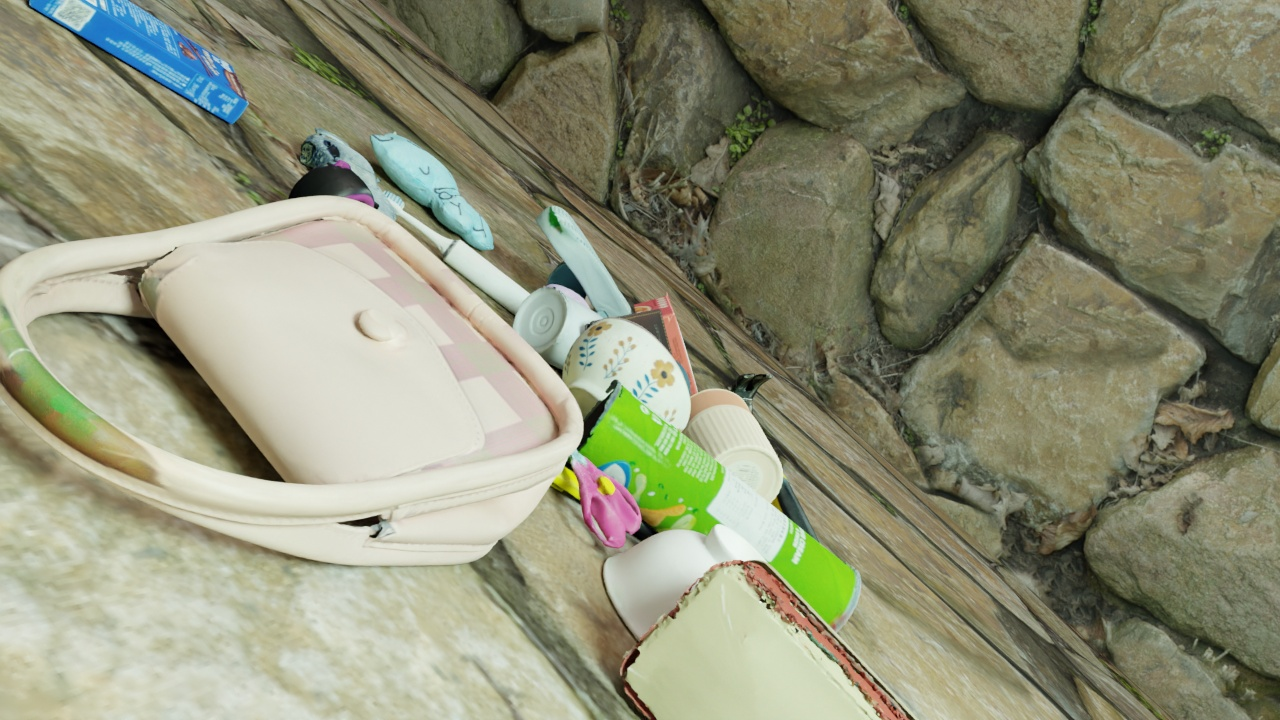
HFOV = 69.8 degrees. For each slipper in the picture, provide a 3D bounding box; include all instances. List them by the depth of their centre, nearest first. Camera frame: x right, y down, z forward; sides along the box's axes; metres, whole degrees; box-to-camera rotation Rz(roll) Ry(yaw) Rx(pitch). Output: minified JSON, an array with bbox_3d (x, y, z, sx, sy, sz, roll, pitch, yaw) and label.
[{"bbox_3d":[-0.068,-0.082,1.044,0.104,0.074,0.245,58,0,31],"label":"slipper"}]

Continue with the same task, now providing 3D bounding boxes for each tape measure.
[{"bbox_3d":[-0.223,-0.113,0.660,0.039,0.057,0.058,47,-5,13],"label":"tape measure"}]

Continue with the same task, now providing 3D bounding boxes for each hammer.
[{"bbox_3d":[0.131,0.122,0.886,0.032,0.126,0.322,2,28,-11],"label":"hammer"}]

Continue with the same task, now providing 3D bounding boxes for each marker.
[{"bbox_3d":[-0.033,0.093,0.615,0.124,0.015,0.018,39,14,-30],"label":"marker"}]

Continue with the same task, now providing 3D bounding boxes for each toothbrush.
[{"bbox_3d":[-0.159,-0.088,0.883,0.221,0.027,0.026,38,41,-15],"label":"toothbrush"}]

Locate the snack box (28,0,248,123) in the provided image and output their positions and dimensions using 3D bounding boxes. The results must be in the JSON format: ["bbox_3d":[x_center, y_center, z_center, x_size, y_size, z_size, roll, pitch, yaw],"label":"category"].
[{"bbox_3d":[-0.390,-0.251,0.716,0.157,0.026,0.084,31,15,-46],"label":"snack box"}]

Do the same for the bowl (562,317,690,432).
[{"bbox_3d":[-0.022,0.029,0.728,0.113,0.114,0.062,43,51,12],"label":"bowl"}]

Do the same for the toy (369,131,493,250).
[{"bbox_3d":[-0.228,-0.191,1.004,0.156,0.050,0.161,49,8,28],"label":"toy"}]

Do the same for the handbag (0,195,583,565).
[{"bbox_3d":[-0.150,0.007,0.387,0.193,0.093,0.233,43,18,18],"label":"handbag"}]

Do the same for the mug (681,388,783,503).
[{"bbox_3d":[0.085,0.100,0.867,0.105,0.081,0.114,-115,-177,-63],"label":"mug"}]

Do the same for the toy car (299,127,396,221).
[{"bbox_3d":[-0.254,-0.159,0.807,0.120,0.037,0.054,50,13,28],"label":"toy car"}]

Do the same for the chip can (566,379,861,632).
[{"bbox_3d":[0.052,0.112,0.672,0.236,0.072,0.072,39,10,-9],"label":"chip can"}]

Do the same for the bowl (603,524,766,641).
[{"bbox_3d":[0.043,0.139,0.550,0.118,0.065,0.118,40,10,-9],"label":"bowl"}]

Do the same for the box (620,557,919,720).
[{"bbox_3d":[0.075,0.177,0.427,0.168,0.091,0.079,45,8,21],"label":"box"}]

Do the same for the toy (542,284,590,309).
[{"bbox_3d":[-0.075,-0.050,0.960,0.084,0.039,0.108,40,-7,11],"label":"toy"}]

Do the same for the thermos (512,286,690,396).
[{"bbox_3d":[-0.027,-0.002,0.889,0.220,0.070,0.070,29,16,-49],"label":"thermos"}]

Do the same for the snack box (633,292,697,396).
[{"bbox_3d":[0.029,-0.010,1.052,0.127,0.044,0.113,-98,171,-75],"label":"snack box"}]

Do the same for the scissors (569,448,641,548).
[{"bbox_3d":[-0.044,0.064,0.583,0.137,0.017,0.096,53,16,-10],"label":"scissors"}]

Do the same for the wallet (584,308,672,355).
[{"bbox_3d":[-0.005,0.005,0.846,0.122,0.020,0.096,-14,95,-57],"label":"wallet"}]
